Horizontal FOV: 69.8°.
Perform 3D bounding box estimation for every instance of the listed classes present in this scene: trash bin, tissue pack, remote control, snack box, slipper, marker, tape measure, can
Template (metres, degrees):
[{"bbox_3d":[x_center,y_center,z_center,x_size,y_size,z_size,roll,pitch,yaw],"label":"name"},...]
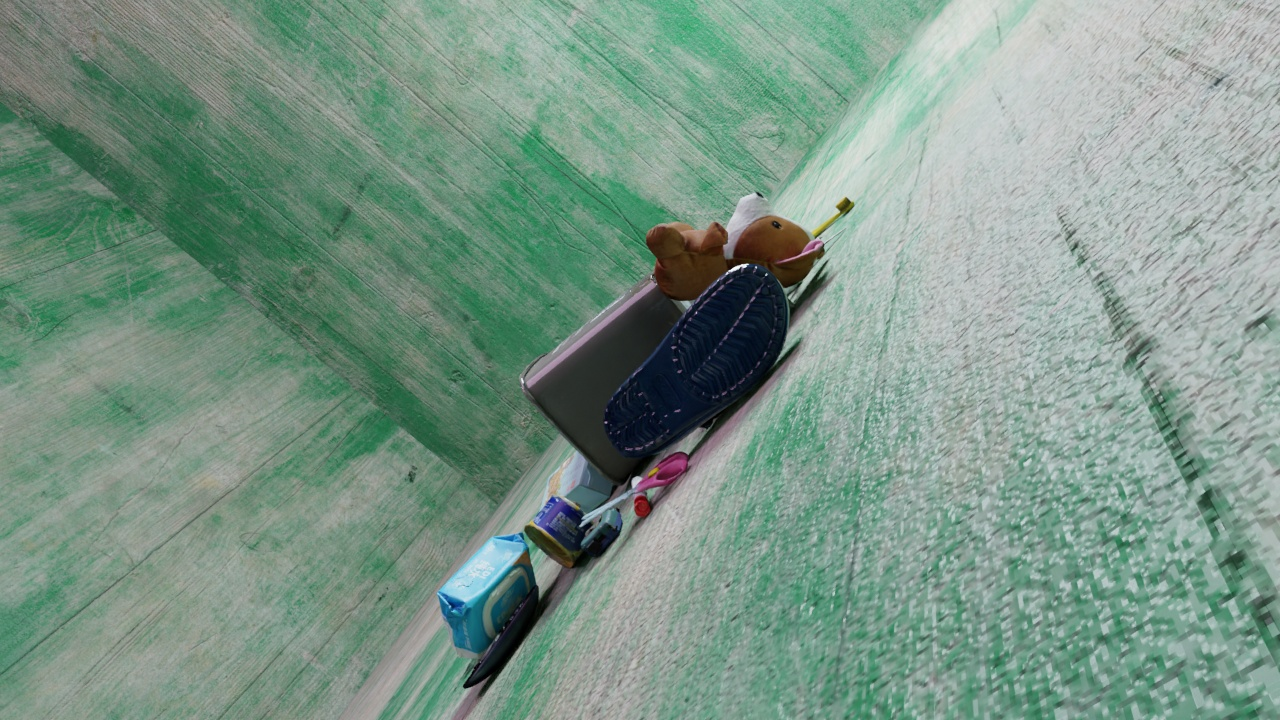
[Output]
[{"bbox_3d":[-0.007,0.007,1.202,0.220,0.198,0.198,-43,5,15],"label":"trash bin"},{"bbox_3d":[-0.177,0.278,1.088,0.139,0.063,0.090,-42,-46,-48],"label":"tissue pack"},{"bbox_3d":[-0.151,0.315,1.036,0.136,0.024,0.053,-53,1,-25],"label":"remote control"},{"bbox_3d":[-0.090,0.180,1.310,0.175,0.051,0.074,-46,25,53],"label":"snack box"},{"bbox_3d":[0.067,0.012,0.962,0.253,0.105,0.095,-46,-16,21],"label":"slipper"},{"bbox_3d":[-0.001,0.145,0.992,0.017,0.017,0.145,-50,3,2],"label":"marker"},{"bbox_3d":[-0.043,0.188,1.007,0.054,0.025,0.058,-49,3,11],"label":"tape measure"},{"bbox_3d":[-0.095,0.203,1.088,0.049,0.074,0.148,-50,-3,-19],"label":"can"}]

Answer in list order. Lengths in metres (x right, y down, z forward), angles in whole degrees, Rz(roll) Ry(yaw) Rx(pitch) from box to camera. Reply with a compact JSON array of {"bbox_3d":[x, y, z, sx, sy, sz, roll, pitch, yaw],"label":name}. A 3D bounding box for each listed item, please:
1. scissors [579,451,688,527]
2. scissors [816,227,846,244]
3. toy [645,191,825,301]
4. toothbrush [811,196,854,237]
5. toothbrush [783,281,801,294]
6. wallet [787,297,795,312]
[{"bbox_3d":[-0.006,0.136,0.929,0.137,0.017,0.077,-33,11,-4],"label":"scissors"},{"bbox_3d":[0.185,-0.115,1.165,0.163,0.012,0.175,-33,8,40],"label":"scissors"},{"bbox_3d":[0.114,-0.131,1.067,0.140,0.200,0.130,-41,-46,-71],"label":"toy"},{"bbox_3d":[0.252,-0.189,1.313,0.015,0.016,0.190,-51,3,-22],"label":"toothbrush"},{"bbox_3d":[0.157,-0.067,1.216,0.029,0.020,0.190,-3,-21,-28],"label":"toothbrush"},{"bbox_3d":[0.105,-0.029,1.040,0.106,0.037,0.130,13,-55,-49],"label":"wallet"}]
